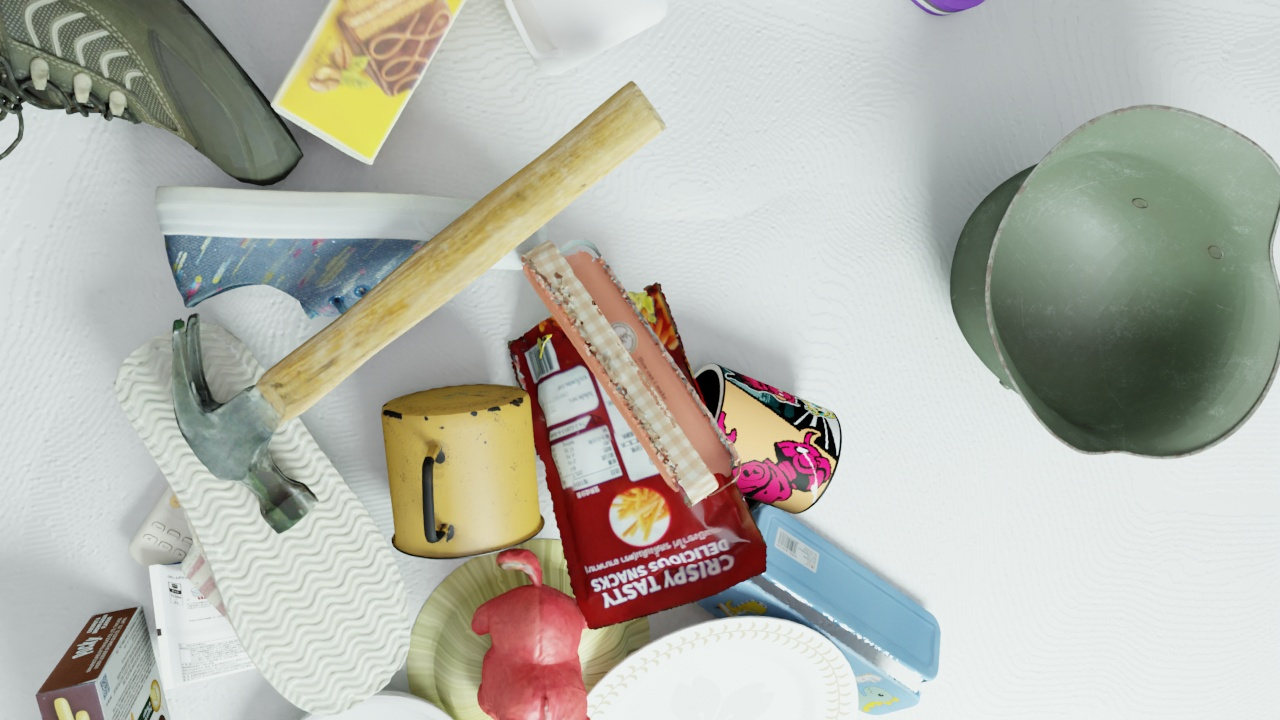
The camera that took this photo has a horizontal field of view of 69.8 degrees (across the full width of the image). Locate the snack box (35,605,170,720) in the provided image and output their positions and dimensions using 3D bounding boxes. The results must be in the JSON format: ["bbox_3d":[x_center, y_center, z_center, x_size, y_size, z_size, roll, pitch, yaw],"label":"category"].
[{"bbox_3d":[-0.329,0.267,0.589,0.031,0.101,0.186,-9,103,-13],"label":"snack box"}]

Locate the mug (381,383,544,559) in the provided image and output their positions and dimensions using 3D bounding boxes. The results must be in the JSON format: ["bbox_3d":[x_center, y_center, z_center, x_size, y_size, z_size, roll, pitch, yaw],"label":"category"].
[{"bbox_3d":[-0.119,0.070,0.594,0.100,0.123,0.094,-3,100,7],"label":"mug"}]

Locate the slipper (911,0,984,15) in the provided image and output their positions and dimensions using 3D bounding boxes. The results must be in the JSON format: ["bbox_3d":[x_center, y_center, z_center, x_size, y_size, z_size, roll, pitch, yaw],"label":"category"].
[{"bbox_3d":[0.159,-0.341,0.604,0.266,0.084,0.107,35,91,-18],"label":"slipper"}]

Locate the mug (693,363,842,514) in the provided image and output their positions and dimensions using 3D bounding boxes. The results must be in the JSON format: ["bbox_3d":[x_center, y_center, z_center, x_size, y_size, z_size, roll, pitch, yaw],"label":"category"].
[{"bbox_3d":[0.073,0.070,0.672,0.098,0.081,0.118,22,122,-17],"label":"mug"}]

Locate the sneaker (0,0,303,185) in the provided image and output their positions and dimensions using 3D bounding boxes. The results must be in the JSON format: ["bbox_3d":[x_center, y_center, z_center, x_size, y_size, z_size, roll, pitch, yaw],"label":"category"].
[{"bbox_3d":[-0.318,-0.161,0.507,0.238,0.101,0.143,43,84,-13],"label":"sneaker"}]

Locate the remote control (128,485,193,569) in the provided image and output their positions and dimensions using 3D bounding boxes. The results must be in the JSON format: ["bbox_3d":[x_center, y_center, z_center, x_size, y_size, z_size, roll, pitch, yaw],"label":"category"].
[{"bbox_3d":[-0.289,0.085,0.607,0.038,0.018,0.125,35,90,-18],"label":"remote control"}]

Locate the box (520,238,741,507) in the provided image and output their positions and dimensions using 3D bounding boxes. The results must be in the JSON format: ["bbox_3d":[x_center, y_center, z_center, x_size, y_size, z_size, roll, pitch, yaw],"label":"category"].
[{"bbox_3d":[-0.004,0.003,0.559,0.070,0.057,0.187,-29,80,-36],"label":"box"}]

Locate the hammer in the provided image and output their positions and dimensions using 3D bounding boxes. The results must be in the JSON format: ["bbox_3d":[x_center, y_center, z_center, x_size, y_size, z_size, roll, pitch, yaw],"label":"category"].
[{"bbox_3d":[-0.127,-0.045,0.527,0.330,0.033,0.132,-37,101,5],"label":"hammer"}]

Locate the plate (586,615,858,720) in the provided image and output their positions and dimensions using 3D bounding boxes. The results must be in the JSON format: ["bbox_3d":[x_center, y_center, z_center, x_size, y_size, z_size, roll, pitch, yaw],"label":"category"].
[{"bbox_3d":[0.055,0.292,0.717,0.242,0.016,0.243,-6,116,-12],"label":"plate"}]

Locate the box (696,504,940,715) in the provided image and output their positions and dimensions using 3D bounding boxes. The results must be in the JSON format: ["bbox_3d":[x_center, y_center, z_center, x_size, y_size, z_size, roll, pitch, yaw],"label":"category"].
[{"bbox_3d":[0.146,0.202,0.739,0.209,0.072,0.086,36,130,-17],"label":"box"}]

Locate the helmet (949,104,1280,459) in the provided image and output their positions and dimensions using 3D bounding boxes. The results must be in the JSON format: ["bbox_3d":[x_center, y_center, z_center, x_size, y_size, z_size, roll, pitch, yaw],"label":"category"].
[{"bbox_3d":[0.330,-0.047,0.669,0.268,0.154,0.227,36,91,-13],"label":"helmet"}]

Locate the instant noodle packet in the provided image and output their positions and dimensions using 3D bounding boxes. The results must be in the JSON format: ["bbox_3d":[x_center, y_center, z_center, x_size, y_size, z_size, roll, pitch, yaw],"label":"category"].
[{"bbox_3d":[-0.252,0.168,0.621,0.134,0.026,0.087,-6,102,-23],"label":"instant noodle packet"}]

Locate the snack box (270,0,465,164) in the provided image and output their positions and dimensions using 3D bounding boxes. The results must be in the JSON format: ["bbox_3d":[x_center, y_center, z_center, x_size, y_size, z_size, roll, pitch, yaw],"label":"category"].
[{"bbox_3d":[-0.130,-0.230,0.539,0.061,0.110,0.230,30,92,-21],"label":"snack box"}]

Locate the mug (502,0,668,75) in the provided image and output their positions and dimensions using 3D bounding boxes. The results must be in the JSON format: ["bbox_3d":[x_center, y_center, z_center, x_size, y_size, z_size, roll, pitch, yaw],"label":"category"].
[{"bbox_3d":[-0.041,-0.221,0.564,0.115,0.094,0.068,-44,114,-42],"label":"mug"}]

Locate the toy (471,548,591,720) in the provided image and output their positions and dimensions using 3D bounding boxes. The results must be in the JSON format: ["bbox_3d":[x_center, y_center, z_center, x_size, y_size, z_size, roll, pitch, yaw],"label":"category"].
[{"bbox_3d":[-0.065,0.190,0.607,0.088,0.094,0.133,-6,99,-13],"label":"toy"}]

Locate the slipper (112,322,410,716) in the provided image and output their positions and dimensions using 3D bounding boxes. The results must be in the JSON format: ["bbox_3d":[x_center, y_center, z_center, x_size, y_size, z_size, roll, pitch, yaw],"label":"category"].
[{"bbox_3d":[-0.240,0.102,0.586,0.114,0.052,0.263,-29,100,-21],"label":"slipper"}]

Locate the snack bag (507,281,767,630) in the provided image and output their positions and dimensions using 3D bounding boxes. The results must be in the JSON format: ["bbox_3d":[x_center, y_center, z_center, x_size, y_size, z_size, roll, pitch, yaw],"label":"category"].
[{"bbox_3d":[-0.010,0.063,0.608,0.139,0.066,0.207,-22,77,17],"label":"snack bag"}]

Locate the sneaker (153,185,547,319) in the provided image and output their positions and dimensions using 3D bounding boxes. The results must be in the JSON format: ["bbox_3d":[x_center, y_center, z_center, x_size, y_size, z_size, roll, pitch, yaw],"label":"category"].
[{"bbox_3d":[-0.176,-0.064,0.572,0.235,0.087,0.079,2,96,-11],"label":"sneaker"}]

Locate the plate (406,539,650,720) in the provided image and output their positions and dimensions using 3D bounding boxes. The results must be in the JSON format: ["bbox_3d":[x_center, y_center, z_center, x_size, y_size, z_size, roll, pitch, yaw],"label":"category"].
[{"bbox_3d":[-0.078,0.227,0.679,0.184,0.036,0.184,-3,101,-14],"label":"plate"}]

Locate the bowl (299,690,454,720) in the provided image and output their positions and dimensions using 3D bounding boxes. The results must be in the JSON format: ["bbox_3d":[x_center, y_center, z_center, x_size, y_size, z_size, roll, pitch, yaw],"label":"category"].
[{"bbox_3d":[-0.193,0.298,0.660,0.149,0.043,0.149,-3,102,-13],"label":"bowl"}]
